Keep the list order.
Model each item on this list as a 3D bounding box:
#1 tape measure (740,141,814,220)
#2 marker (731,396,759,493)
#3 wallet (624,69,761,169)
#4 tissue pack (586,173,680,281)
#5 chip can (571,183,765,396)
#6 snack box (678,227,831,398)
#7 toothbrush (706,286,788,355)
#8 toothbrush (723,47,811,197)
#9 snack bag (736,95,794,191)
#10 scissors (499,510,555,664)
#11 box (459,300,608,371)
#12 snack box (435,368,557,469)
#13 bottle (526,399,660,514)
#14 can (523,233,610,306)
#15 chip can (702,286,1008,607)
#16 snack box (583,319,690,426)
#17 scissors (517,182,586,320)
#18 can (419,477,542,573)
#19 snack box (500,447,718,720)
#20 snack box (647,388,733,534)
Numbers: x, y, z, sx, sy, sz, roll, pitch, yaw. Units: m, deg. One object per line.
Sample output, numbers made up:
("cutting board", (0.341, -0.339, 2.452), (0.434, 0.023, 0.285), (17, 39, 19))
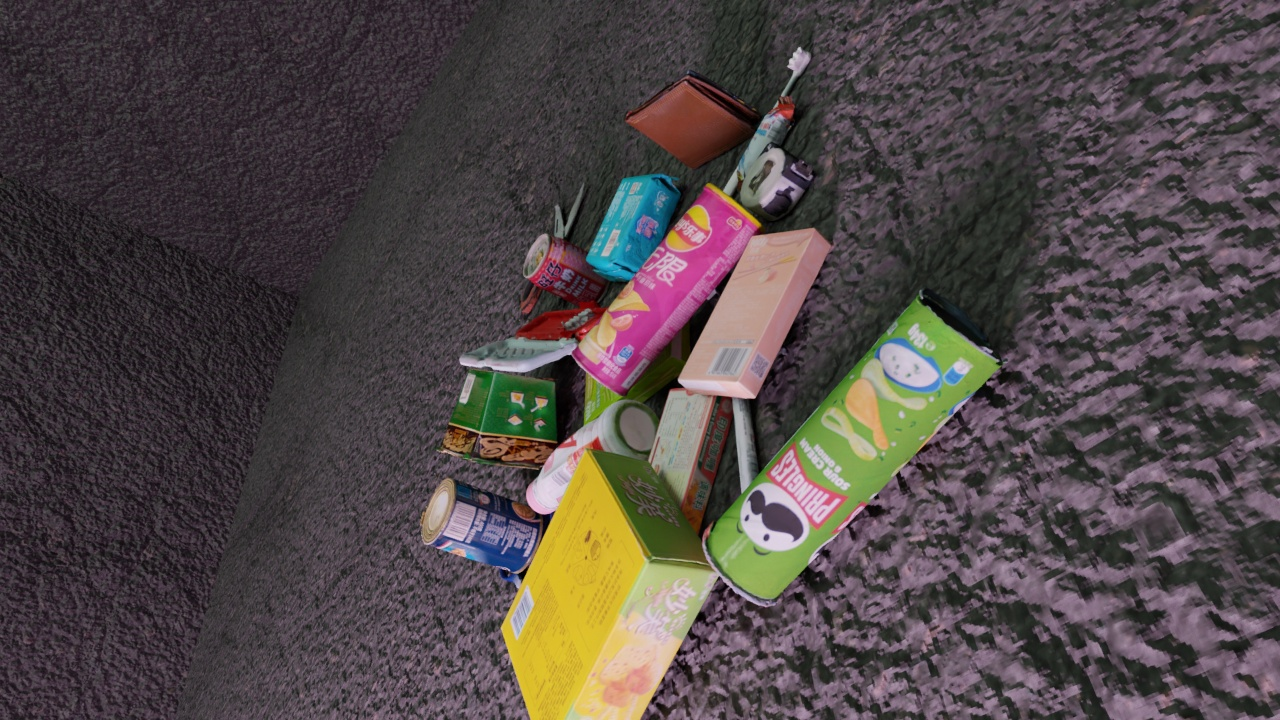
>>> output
("tape measure", (0.126, -0.167, 0.868), (0.066, 0.033, 0.065), (-57, 27, 15))
("marker", (0.087, 0.057, 0.770), (0.017, 0.017, 0.145), (-42, 36, 37))
("wallet", (0.054, -0.261, 0.998), (0.125, 0.101, 0.032), (-17, 52, 56))
("tissue pack", (-0.007, -0.158, 1.076), (0.093, 0.050, 0.133), (19, 84, 64))
("chip can", (0.024, -0.066, 0.877), (0.211, 0.071, 0.071), (-50, 29, 7))
("snack box", (0.097, -0.041, 0.789), (0.085, 0.026, 0.157), (3, 60, 57))
("toothbrush", (0.092, -0.041, 0.842), (0.018, 0.015, 0.181), (-43, 30, 2))
("toothbrush", (0.125, -0.239, 0.948), (0.180, 0.016, 0.016), (-61, 25, 8))
("snack bag", (0.124, -0.216, 0.921), (0.104, 0.026, 0.048), (-60, 16, 9))
("scissors", (-0.123, 0.237, 0.999), (0.162, 0.012, 0.174), (12, 79, 61))
("box", (-0.113, -0.022, 1.075), (0.157, 0.039, 0.201), (-32, 16, -25))
("snack box", (-0.161, 0.066, 1.067), (0.118, 0.117, 0.105), (3, 84, 57))
("bottle", (-0.054, 0.107, 0.930), (0.198, 0.068, 0.068), (-40, 36, 46))
("can", (-0.091, -0.110, 1.135), (0.067, 0.093, 0.066), (-41, 35, 38))
("chip can", (0.138, 0.062, 0.619), (0.236, 0.072, 0.072), (-53, 30, 22))
("snack box", (-0.006, 0.006, 0.965), (0.157, 0.026, 0.085), (-39, 37, 39))
("scissors", (-0.118, -0.151, 1.302), (0.225, 0.015, 0.189), (-64, 27, 3))
("can", (-0.172, 0.179, 0.994), (0.076, 0.111, 0.075), (-41, 35, 38))
("snack box", (-0.034, 0.203, 0.765), (0.210, 0.070, 0.157), (-65, 31, 18))
("snack box", (0.034, 0.100, 0.817), (0.077, 0.027, 0.155), (-5, 64, 59))
